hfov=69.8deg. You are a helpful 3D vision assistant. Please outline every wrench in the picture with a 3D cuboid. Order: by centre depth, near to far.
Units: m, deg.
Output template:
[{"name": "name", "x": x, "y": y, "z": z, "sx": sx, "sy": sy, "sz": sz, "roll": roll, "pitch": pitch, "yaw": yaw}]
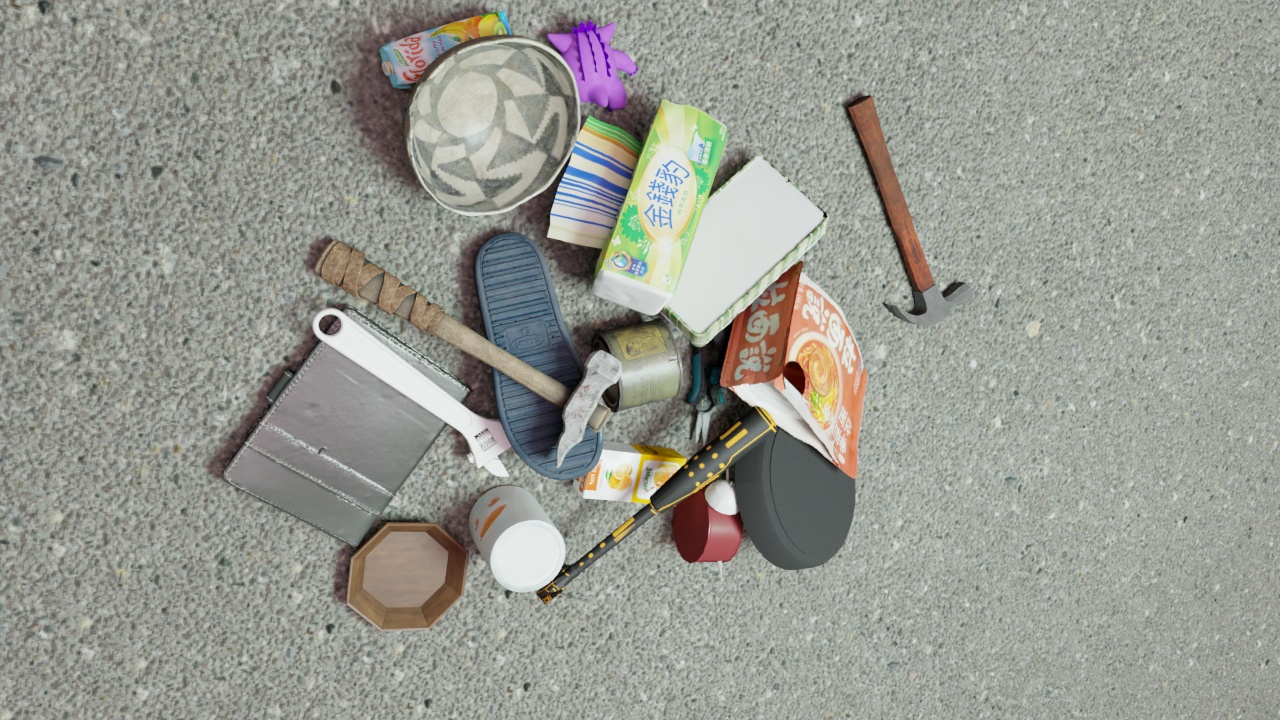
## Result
[{"name": "wrench", "x": -0.217, "y": 0.034, "z": 0.937, "sx": 0.273, "sy": 0.018, "sz": 0.066, "roll": 40, "pitch": 85, "yaw": -28}]

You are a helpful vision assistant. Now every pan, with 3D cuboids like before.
[{"name": "pan", "x": 0.155, "y": 0.078, "z": 1.063, "sx": 0.203, "sy": 0.044, "sz": 0.356, "roll": -41, "pitch": 111, "yaw": -43}]

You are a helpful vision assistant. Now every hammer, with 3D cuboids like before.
[{"name": "hammer", "x": -0.172, "y": -0.020, "z": 0.898, "sx": 0.319, "sy": 0.049, "sz": 0.121, "roll": 31, "pitch": 86, "yaw": -3}, {"name": "hammer", "x": 0.015, "y": 0.159, "z": 0.993, "sx": 0.321, "sy": 0.123, "sz": 0.036, "roll": -39, "pitch": 85, "yaw": 6}, {"name": "hammer", "x": 0.315, "y": -0.177, "z": 1.117, "sx": 0.111, "sy": 0.028, "sz": 0.301, "roll": -32, "pitch": 112, "yaw": -13}]

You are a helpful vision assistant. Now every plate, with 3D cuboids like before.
[{"name": "plate", "x": -0.252, "y": 0.230, "z": 0.990, "sx": 0.131, "sy": 0.025, "sz": 0.131, "roll": -5, "pitch": 105, "yaw": -21}]

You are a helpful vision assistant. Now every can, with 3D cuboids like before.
[{"name": "can", "x": -0.006, "y": 0.006, "z": 0.998, "sx": 0.074, "sy": 0.090, "sz": 0.090, "roll": -13, "pitch": 107, "yaw": -18}]

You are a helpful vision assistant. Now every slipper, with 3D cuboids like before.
[{"name": "slipper", "x": -0.115, "y": -0.001, "z": 0.966, "sx": 0.101, "sy": 0.082, "sz": 0.263, "roll": -17, "pitch": 89, "yaw": -11}]

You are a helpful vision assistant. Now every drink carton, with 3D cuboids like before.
[{"name": "drink carton", "x": -0.186, "y": -0.298, "z": 0.881, "sx": 0.128, "sy": 0.038, "sz": 0.044, "roll": -23, "pitch": 110, "yaw": -16}, {"name": "drink carton", "x": -0.016, "y": 0.128, "z": 1.051, "sx": 0.122, "sy": 0.040, "sz": 0.058, "roll": 9, "pitch": 99, "yaw": -23}]

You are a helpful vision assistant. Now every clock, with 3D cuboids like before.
[{"name": "clock", "x": 0.081, "y": 0.180, "z": 1.073, "sx": 0.048, "sy": 0.096, "sz": 0.138, "roll": 5, "pitch": 103, "yaw": -24}]

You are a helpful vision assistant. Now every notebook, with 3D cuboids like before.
[{"name": "notebook", "x": -0.296, "y": 0.069, "z": 0.933, "sx": 0.169, "sy": 0.029, "sz": 0.209, "roll": 38, "pitch": 84, "yaw": -27}]

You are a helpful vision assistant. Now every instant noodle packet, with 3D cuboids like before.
[{"name": "instant noodle packet", "x": 0.199, "y": 0.018, "z": 1.064, "sx": 0.221, "sy": 0.084, "sz": 0.164, "roll": 43, "pitch": 48, "yaw": -34}]

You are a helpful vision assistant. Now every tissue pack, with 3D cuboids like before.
[{"name": "tissue pack", "x": -0.012, "y": -0.163, "z": 0.929, "sx": 0.141, "sy": 0.120, "sz": 0.197, "roll": 20, "pitch": 73, "yaw": -5}]

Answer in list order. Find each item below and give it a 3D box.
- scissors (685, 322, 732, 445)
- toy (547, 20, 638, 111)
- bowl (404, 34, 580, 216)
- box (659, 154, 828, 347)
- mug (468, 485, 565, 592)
[{"name": "scissors", "x": 0.083, "y": 0.022, "z": 1.076, "sx": 0.144, "sy": 0.019, "sz": 0.126, "roll": -46, "pitch": 113, "yaw": -7}, {"name": "toy", "x": -0.051, "y": -0.294, "z": 0.926, "sx": 0.106, "sy": 0.056, "sz": 0.088, "roll": -16, "pitch": 106, "yaw": -16}, {"name": "bowl", "x": -0.151, "y": -0.234, "z": 0.878, "sx": 0.178, "sy": 0.081, "sz": 0.179, "roll": -22, "pitch": 139, "yaw": -21}, {"name": "box", "x": 0.098, "y": -0.121, "z": 1.007, "sx": 0.205, "sy": 0.050, "sz": 0.117, "roll": -44, "pitch": 76, "yaw": -9}, {"name": "mug", "x": -0.134, "y": 0.189, "z": 0.983, "sx": 0.082, "sy": 0.105, "sz": 0.082, "roll": -5, "pitch": 104, "yaw": -21}]
